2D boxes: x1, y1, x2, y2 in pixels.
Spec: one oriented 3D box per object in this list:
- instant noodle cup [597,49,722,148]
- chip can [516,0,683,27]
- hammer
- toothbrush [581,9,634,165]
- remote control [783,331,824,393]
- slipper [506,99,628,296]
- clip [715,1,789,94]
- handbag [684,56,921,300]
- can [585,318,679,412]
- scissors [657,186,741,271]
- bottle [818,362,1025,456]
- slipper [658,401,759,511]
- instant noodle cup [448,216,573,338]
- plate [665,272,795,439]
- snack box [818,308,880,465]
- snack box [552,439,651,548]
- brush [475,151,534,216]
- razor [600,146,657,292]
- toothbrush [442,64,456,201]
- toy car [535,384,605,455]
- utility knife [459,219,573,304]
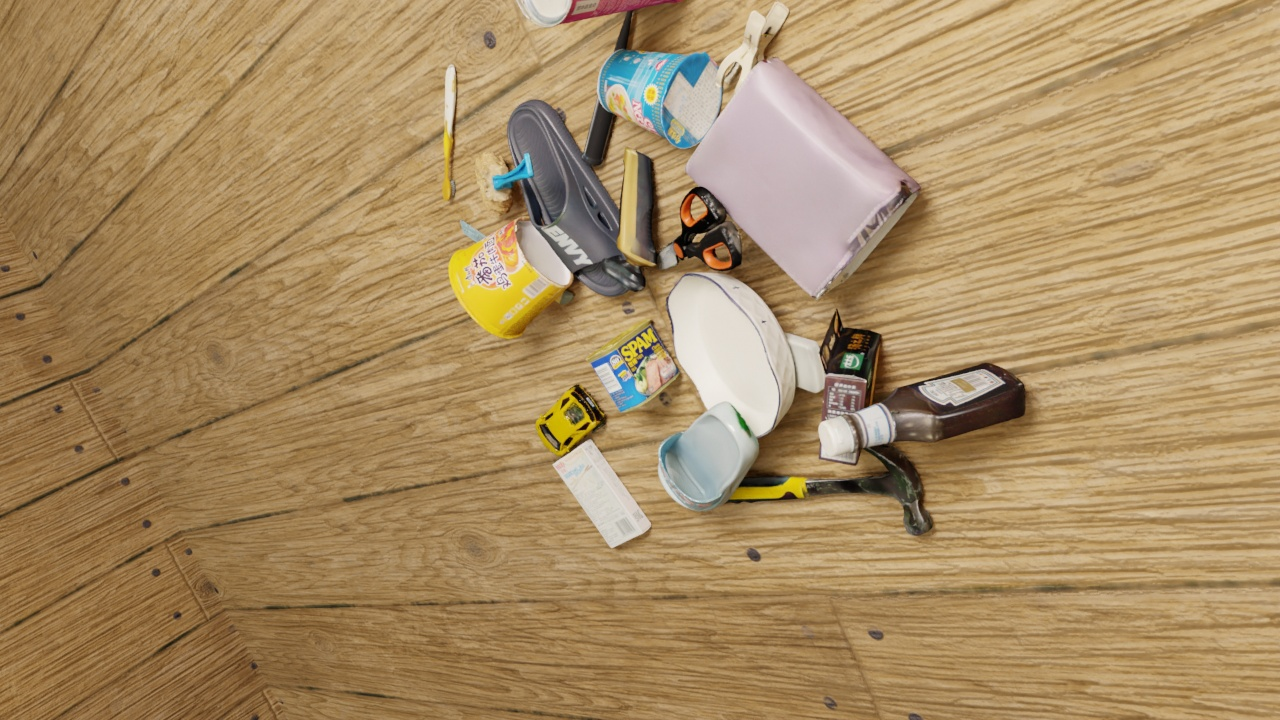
[{"bbox_3d":[0.016,-0.288,0.983,0.110,0.099,0.099,27,129,36],"label":"instant noodle cup"},{"bbox_3d":[-0.027,-0.370,0.881,0.071,0.209,0.071,19,124,31],"label":"chip can"},{"bbox_3d":[0.188,0.153,1.125,0.324,0.031,0.126,-10,107,43],"label":"hammer"},{"bbox_3d":[-0.031,-0.320,1.043,0.026,0.027,0.213,12,130,-10],"label":"toothbrush"},{"bbox_3d":[0.153,-0.008,1.033,0.150,0.021,0.058,25,135,58],"label":"remote control"},{"bbox_3d":[-0.103,-0.191,1.139,0.111,0.083,0.268,-24,96,46],"label":"slipper"},{"bbox_3d":[0.111,-0.309,0.921,0.034,0.071,0.100,44,137,11],"label":"clip"},{"bbox_3d":[0.161,-0.183,0.911,0.197,0.098,0.145,46,136,11],"label":"handbag"},{"bbox_3d":[-0.007,0.007,1.156,0.057,0.101,0.083,-25,99,45],"label":"can"},{"bbox_3d":[0.048,-0.142,1.021,0.235,0.021,0.142,28,144,60],"label":"scissors"},{"bbox_3d":[0.269,0.051,0.889,0.080,0.194,0.044,-125,22,-65],"label":"bottle"},{"bbox_3d":[0.070,0.127,1.111,0.104,0.074,0.246,58,155,14],"label":"slipper"},{"bbox_3d":[-0.162,-0.114,1.190,0.110,0.137,0.138,-33,91,26],"label":"instant noodle cup"},{"bbox_3d":[0.105,-0.010,1.046,0.205,0.045,0.205,49,153,35],"label":"plate"},{"bbox_3d":[0.217,0.027,0.966,0.053,0.113,0.126,9,121,17],"label":"snack box"},{"bbox_3d":[-0.058,0.198,1.357,0.157,0.026,0.085,55,136,1],"label":"snack box"},{"bbox_3d":[-0.161,-0.224,1.120,0.255,0.045,0.083,-168,66,-69],"label":"brush"},{"bbox_3d":[-0.011,-0.165,1.080,0.067,0.062,0.167,3,103,1],"label":"razor"},{"bbox_3d":[-0.258,-0.307,1.249,0.016,0.018,0.192,26,126,24],"label":"toothbrush"},{"bbox_3d":[-0.107,0.092,1.329,0.071,0.041,0.156,53,136,3],"label":"toy car"},{"bbox_3d":[-0.177,-0.136,1.273,0.211,0.021,0.031,32,126,14],"label":"utility knife"}]
